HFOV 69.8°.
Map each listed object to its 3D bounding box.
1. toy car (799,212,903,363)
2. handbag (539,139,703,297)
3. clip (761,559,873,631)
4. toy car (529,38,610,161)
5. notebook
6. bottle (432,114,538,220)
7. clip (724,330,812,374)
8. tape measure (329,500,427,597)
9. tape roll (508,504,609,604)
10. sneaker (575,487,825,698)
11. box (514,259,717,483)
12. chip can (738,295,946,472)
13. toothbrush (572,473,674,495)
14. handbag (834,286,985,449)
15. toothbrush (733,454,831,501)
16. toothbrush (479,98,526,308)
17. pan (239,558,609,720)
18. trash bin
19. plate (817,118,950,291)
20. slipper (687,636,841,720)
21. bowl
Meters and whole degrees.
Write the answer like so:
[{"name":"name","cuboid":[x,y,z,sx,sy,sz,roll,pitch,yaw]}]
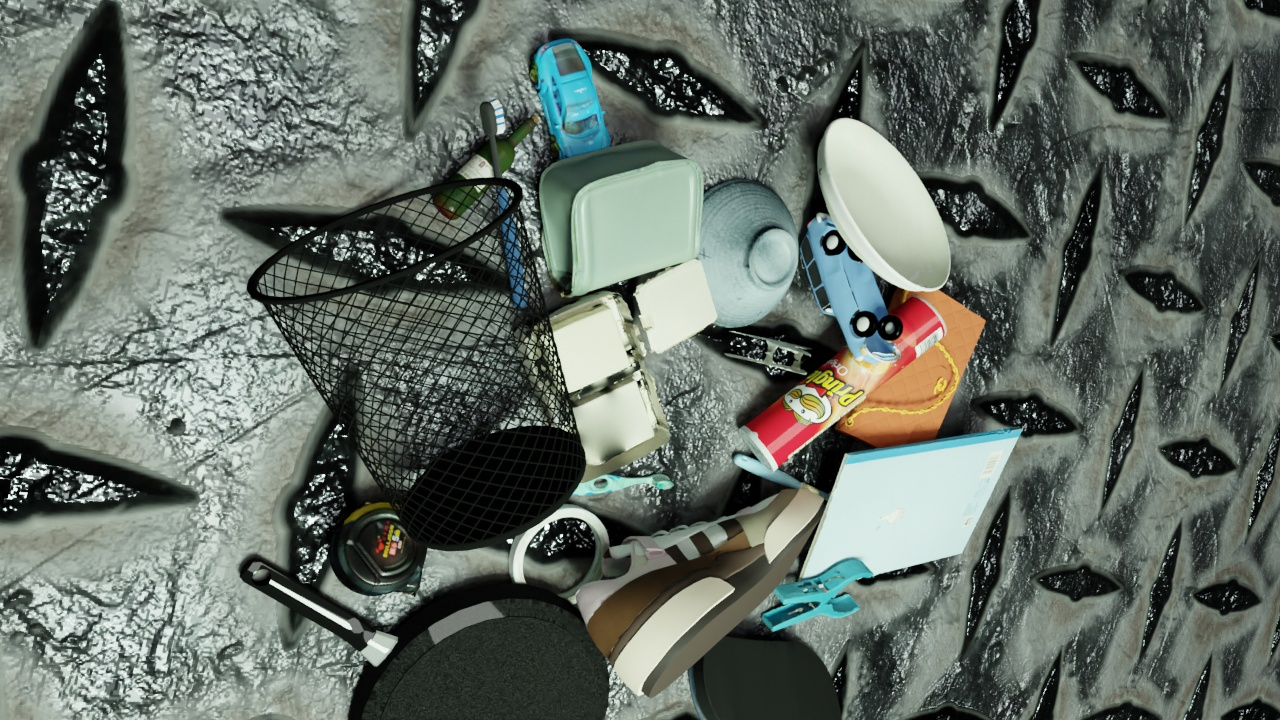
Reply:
[{"name":"toy car","cuboid":[0.193,-0.063,0.852,0.056,0.055,0.153,4,63,-44]},{"name":"handbag","cuboid":[-0.017,-0.115,0.741,0.121,0.067,0.106,-21,128,-25]},{"name":"clip","cuboid":[0.192,0.230,0.947,0.130,0.030,0.120,12,118,-37]},{"name":"toy car","cuboid":[-0.052,-0.199,0.726,0.048,0.032,0.105,-24,113,-25]},{"name":"notebook","cuboid":[0.288,0.158,0.979,0.253,0.009,0.181,-4,123,-30]},{"name":"bottle","cuboid":[-0.115,-0.151,0.702,0.106,0.025,0.025,-48,119,-13]},{"name":"clip","cuboid":[0.131,0.005,0.866,0.101,0.059,0.052,10,114,-31]},{"name":"tape measure","cuboid":[-0.197,0.143,0.698,0.072,0.042,0.071,20,65,-28]},{"name":"tape roll","cuboid":[-0.070,0.172,0.805,0.092,0.013,0.093,-7,105,-29]},{"name":"sneaker","cuboid":[0.055,0.180,0.838,0.292,0.116,0.112,-29,149,-43]},{"name":"box","cuboid":[-0.004,0.004,0.782,0.184,0.044,0.143,-23,109,-16]},{"name":"chip can","cuboid":[0.194,0.021,0.879,0.214,0.052,0.052,-37,117,-5]},{"name":"toothbrush","cuboid":[-0.029,0.108,0.813,0.135,0.017,0.022,4,101,-31]},{"name":"handbag","cuboid":[0.280,0.013,0.951,0.108,0.060,0.172,26,87,-28]},{"name":"toothbrush","cuboid":[0.150,0.121,0.921,0.155,0.016,0.022,24,56,-32]},{"name":"toothbrush","cuboid":[-0.103,-0.115,0.702,0.014,0.014,0.168,-30,130,-35]},{"name":"pan","cuboid":[-0.172,0.260,0.748,0.356,0.034,0.225,43,82,-29]},{"name":"trash bin","cuboid":[-0.137,0.007,0.641,0.183,0.184,0.210,-29,119,-22]},{"name":"plate","cuboid":[0.221,-0.140,0.856,0.182,0.034,0.182,24,50,-33]},{"name":"slipper","cuboid":[0.110,0.337,0.915,0.265,0.084,0.108,29,46,-44]},{"name":"bowl","cuboid":[0.103,-0.093,0.824,0.136,0.057,0.137,-7,104,-29]}]
